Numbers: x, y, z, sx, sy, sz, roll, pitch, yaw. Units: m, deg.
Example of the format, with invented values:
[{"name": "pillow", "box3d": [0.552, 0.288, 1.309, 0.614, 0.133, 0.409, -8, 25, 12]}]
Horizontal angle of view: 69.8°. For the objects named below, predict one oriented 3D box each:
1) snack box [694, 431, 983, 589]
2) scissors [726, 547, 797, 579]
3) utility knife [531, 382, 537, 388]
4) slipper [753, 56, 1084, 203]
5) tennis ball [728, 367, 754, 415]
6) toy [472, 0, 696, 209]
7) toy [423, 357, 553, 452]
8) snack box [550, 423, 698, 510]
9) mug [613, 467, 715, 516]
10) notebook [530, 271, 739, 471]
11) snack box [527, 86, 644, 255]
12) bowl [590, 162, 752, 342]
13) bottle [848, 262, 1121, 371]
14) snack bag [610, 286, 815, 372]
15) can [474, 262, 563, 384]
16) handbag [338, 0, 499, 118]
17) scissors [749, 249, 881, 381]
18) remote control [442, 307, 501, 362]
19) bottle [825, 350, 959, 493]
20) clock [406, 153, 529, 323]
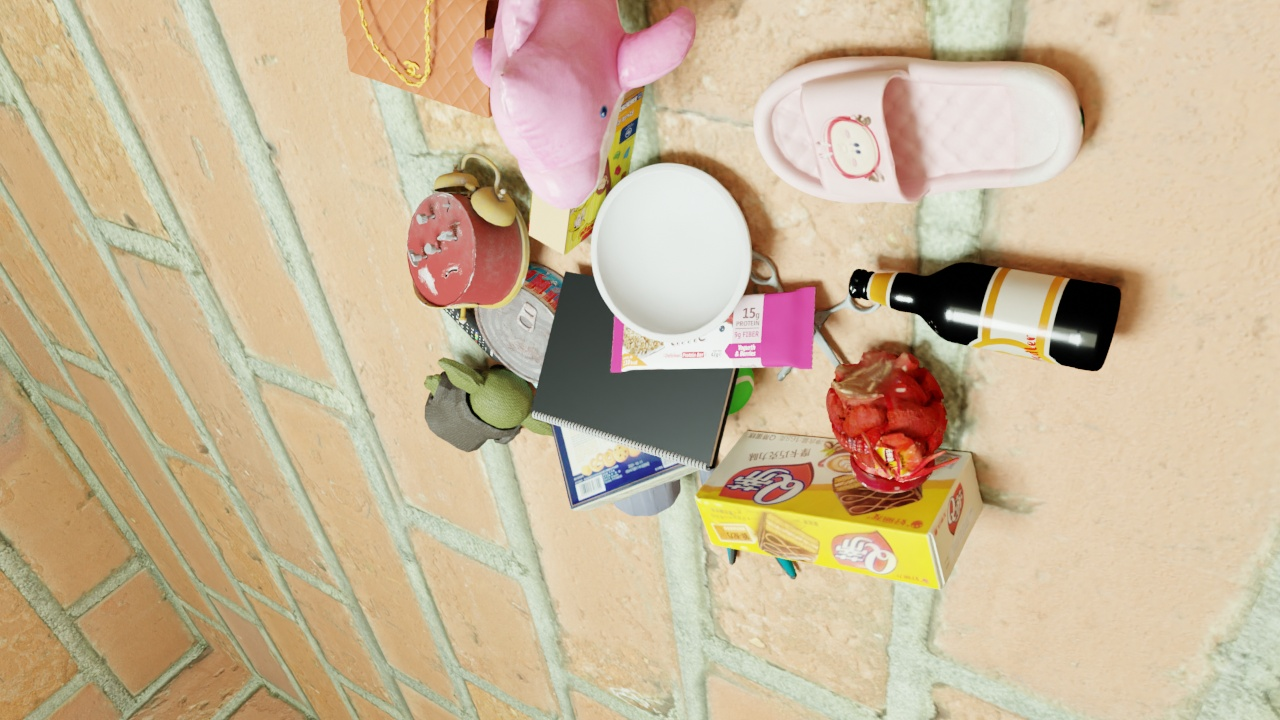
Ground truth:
[{"name": "snack box", "box3d": [0.173, 0.128, 0.826, 0.231, 0.109, 0.062, 3, 125, 40]}, {"name": "scissors", "box3d": [0.116, 0.185, 1.000, 0.155, 0.019, 0.125, 49, 139, -2]}, {"name": "utility knife", "box3d": [-0.123, 0.018, 1.065, 0.165, 0.015, 0.022, 55, 155, -17]}, {"name": "slipper", "box3d": [0.177, -0.150, 0.617, 0.222, 0.055, 0.107, 8, 131, 36]}, {"name": "tennis ball", "box3d": [0.073, 0.020, 0.851, 0.065, 0.065, 0.065, 24, 137, 24]}, {"name": "toy", "box3d": [-0.062, -0.240, 0.627, 0.187, 0.127, 0.265, 2, 93, 24]}, {"name": "toy", "box3d": [-0.190, 0.053, 1.099, 0.179, 0.078, 0.153, 35, 143, -29]}, {"name": "snack box", "box3d": [-0.019, 0.056, 0.891, 0.145, 0.042, 0.145, -24, 71, 27]}, {"name": "mug", "box3d": [0.018, 0.102, 0.974, 0.124, 0.083, 0.104, -3, 127, 10]}, {"name": "notebook", "box3d": [-0.005, 0.005, 0.854, 0.207, 0.016, 0.149, 14, 90, 33]}, {"name": "snack box", "box3d": [-0.047, -0.166, 0.770, 0.040, 0.088, 0.126, 31, 140, 16]}, {"name": "bowl", "box3d": [0.031, -0.092, 0.784, 0.150, 0.043, 0.149, 6, 103, 28]}, {"name": "bottle", "box3d": [0.238, -0.040, 0.658, 0.182, 0.059, 0.059, 15, 133, 32]}, {"name": "snack bag", "box3d": [0.058, -0.025, 0.800, 0.197, 0.016, 0.070, -1, 80, 32]}, {"name": "can", "box3d": [-0.113, -0.038, 0.978, 0.130, 0.044, 0.130, 24, 137, 24]}, {"name": "handbag", "box3d": [-0.194, -0.292, 0.812, 0.172, 0.060, 0.109, 24, 133, 24]}, {"name": "scissors", "box3d": [0.139, -0.040, 0.782, 0.175, 0.014, 0.142, 50, 138, -4]}, {"name": "remote control", "box3d": [-0.204, -0.053, 1.053, 0.147, 0.015, 0.033, 44, 154, 9]}, {"name": "bottle", "box3d": [0.202, 0.051, 0.744, 0.099, 0.098, 0.111, 11, 134, 34]}, {"name": "clock", "box3d": [-0.175, -0.123, 0.899, 0.117, 0.081, 0.159, 32, 115, 35]}]
